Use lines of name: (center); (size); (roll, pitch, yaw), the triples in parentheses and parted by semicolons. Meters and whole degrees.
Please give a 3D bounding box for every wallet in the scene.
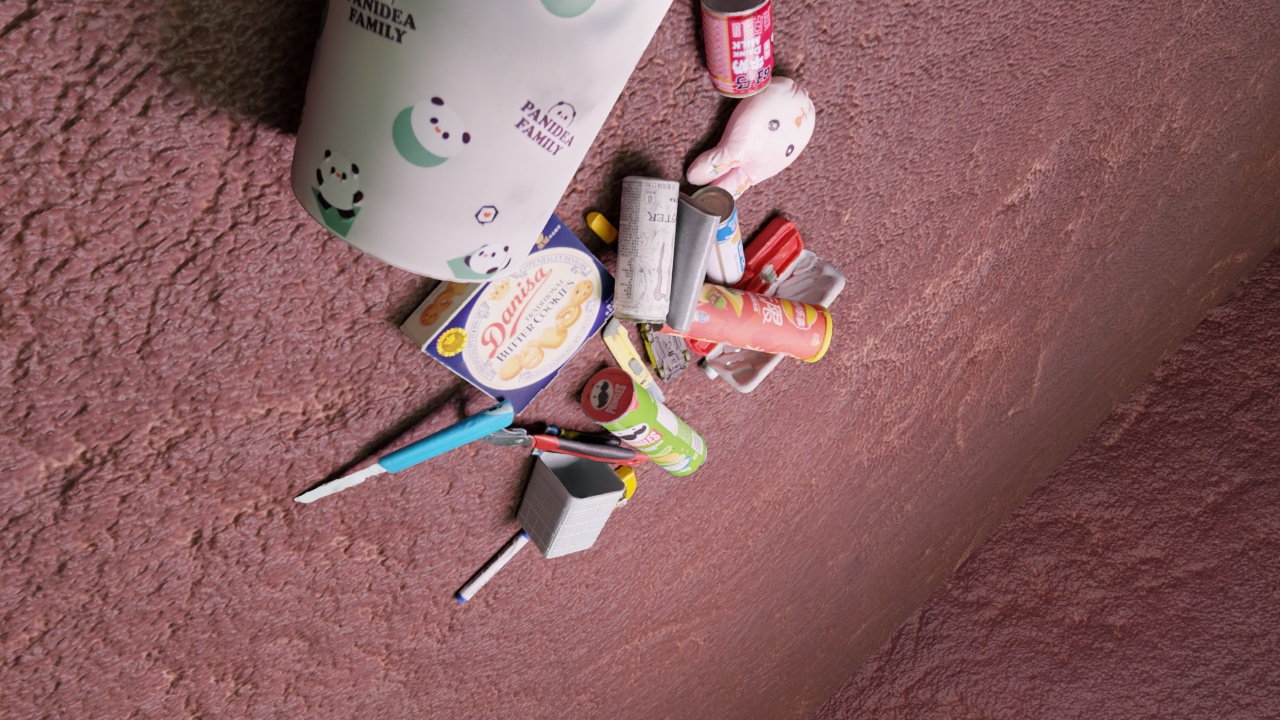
wallet: (0.038, -0.110, 0.982); (0.037, 0.106, 0.130); (-1, 118, -31)

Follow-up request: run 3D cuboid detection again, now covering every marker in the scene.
marker: (-0.025, -0.126, 0.985); (0.018, 0.015, 0.124); (-54, 147, -1)
marker: (-0.182, 0.259, 1.189); (0.145, 0.017, 0.017); (-44, 145, -5)

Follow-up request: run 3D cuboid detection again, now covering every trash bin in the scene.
trash bin: (-0.119, -0.209, 0.641); (0.229, 0.229, 0.252); (-2, 131, -46)

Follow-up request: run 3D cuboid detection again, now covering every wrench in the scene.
wrench: (-0.090, 0.098, 1.079); (0.056, 0.016, 0.273); (-29, 148, 33)

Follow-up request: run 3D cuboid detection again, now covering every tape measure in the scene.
tape measure: (-0.031, 0.178, 1.258); (0.060, 0.029, 0.057); (-33, 143, -19)

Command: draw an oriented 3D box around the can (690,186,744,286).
can: (0.088, -0.137, 1.042); (0.053, 0.053, 0.135); (-41, 154, -9)

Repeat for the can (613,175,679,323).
can: (0.005, -0.114, 0.944); (0.058, 0.058, 0.147); (-4, 102, -44)

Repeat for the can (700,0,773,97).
can: (0.095, -0.310, 0.885); (0.066, 0.066, 0.094); (-35, 143, -18)

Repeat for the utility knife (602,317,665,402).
utility knife: (-0.007, 0.007, 1.136); (0.031, 0.021, 0.201); (-38, 149, -4)

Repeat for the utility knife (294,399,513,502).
utility knife: (-0.239, 0.097, 0.939); (0.234, 0.018, 0.034); (-23, 148, -11)

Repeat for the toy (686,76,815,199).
toy: (0.124, -0.236, 1.006); (0.159, 0.054, 0.121); (-44, 145, 9)

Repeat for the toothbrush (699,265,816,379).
toothbrush: (0.167, -0.058, 1.238); (0.224, 0.027, 0.026); (-44, 108, -5)

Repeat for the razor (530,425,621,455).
razor: (-0.076, 0.097, 1.137); (0.142, 0.022, 0.043); (8, 123, -47)

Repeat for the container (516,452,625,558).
container: (-0.092, 0.178, 1.146); (0.089, 0.090, 0.112); (-4, 130, -44)

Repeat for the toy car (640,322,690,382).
toy car: (0.028, -0.022, 1.126); (0.048, 0.032, 0.105); (-34, 131, -18)

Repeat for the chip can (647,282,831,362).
chip can: (0.118, -0.050, 1.086); (0.216, 0.073, 0.073); (10, 119, -21)

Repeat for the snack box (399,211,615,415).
snack box: (-0.120, -0.050, 0.930); (0.178, 0.046, 0.182); (-47, 146, 0)

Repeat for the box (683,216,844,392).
box: (0.155, -0.068, 1.154); (0.201, 0.100, 0.110); (-48, 149, 0)

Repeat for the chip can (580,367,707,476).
chip can: (0.012, 0.084, 1.176); (0.072, 0.072, 0.236); (-48, 145, 1)
